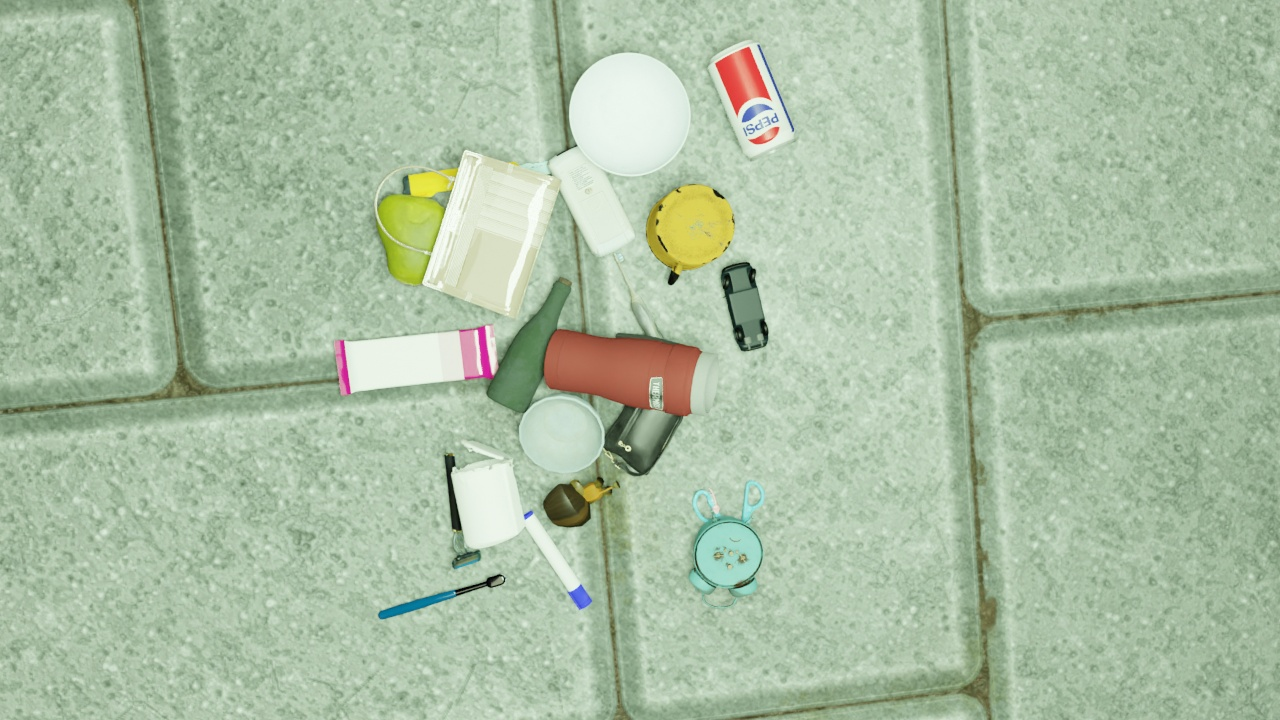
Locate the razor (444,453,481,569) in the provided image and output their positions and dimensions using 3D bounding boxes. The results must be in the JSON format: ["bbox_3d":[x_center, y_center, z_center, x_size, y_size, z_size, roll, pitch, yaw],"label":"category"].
[{"bbox_3d":[-0.233,0.189,1.163,0.042,0.022,0.144,-9,90,-46],"label":"razor"}]

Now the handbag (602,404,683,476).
[{"bbox_3d":[0.003,0.081,1.159,0.079,0.054,0.128,28,93,-2],"label":"handbag"}]

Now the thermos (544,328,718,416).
[{"bbox_3d":[-0.007,0.007,1.118,0.199,0.107,0.084,9,128,15],"label":"thermos"}]

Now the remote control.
[{"bbox_3d":[-0.061,-0.200,1.145,0.060,0.025,0.138,-28,97,-7],"label":"remote control"}]

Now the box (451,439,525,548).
[{"bbox_3d":[-0.187,0.157,1.136,0.089,0.080,0.143,-13,94,12],"label":"box"}]

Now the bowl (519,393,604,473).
[{"bbox_3d":[-0.096,0.085,1.148,0.106,0.039,0.106,1,113,3],"label":"bowl"}]

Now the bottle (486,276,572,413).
[{"bbox_3d":[-0.130,-0.023,1.140,0.055,0.055,0.174,26,90,-6],"label":"bottle"}]

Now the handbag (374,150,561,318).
[{"bbox_3d":[-0.216,-0.164,1.090,0.197,0.062,0.175,17,95,-23],"label":"handbag"}]

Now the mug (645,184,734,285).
[{"bbox_3d":[0.058,-0.152,1.126,0.100,0.094,0.124,18,92,-6],"label":"mug"}]

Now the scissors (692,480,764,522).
[{"bbox_3d":[0.134,0.214,1.201,0.111,0.015,0.141,-33,102,-1],"label":"scissors"}]

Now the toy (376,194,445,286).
[{"bbox_3d":[-0.280,-0.146,1.120,0.090,0.051,0.110,7,94,-8],"label":"toy"}]

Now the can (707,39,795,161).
[{"bbox_3d":[0.138,-0.320,1.134,0.070,0.070,0.132,-24,95,-3],"label":"can"}]

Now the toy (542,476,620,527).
[{"bbox_3d":[-0.072,0.173,1.154,0.100,0.062,0.076,-28,132,12],"label":"toy"}]

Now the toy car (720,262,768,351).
[{"bbox_3d":[0.133,-0.068,1.168,0.046,0.034,0.112,-14,96,-4],"label":"toy car"}]

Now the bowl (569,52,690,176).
[{"bbox_3d":[-0.015,-0.293,1.121,0.144,0.074,0.144,0,94,-5],"label":"bowl"}]

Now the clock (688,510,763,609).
[{"bbox_3d":[0.108,0.256,1.171,0.090,0.053,0.124,8,98,-4],"label":"clock"}]

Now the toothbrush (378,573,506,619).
[{"bbox_3d":[-0.253,0.301,1.169,0.168,0.014,0.014,-17,84,0],"label":"toothbrush"}]

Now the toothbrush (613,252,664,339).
[{"bbox_3d":[0.007,-0.052,1.166,0.024,0.022,0.185,-27,94,-6],"label":"toothbrush"}]

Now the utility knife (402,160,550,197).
[{"bbox_3d":[-0.183,-0.229,1.139,0.223,0.019,0.030,-9,99,-5],"label":"utility knife"}]

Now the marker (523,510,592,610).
[{"bbox_3d":[-0.109,0.256,1.177,0.020,0.020,0.141,-33,96,-2],"label":"marker"}]

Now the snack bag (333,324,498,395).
[{"bbox_3d":[-0.279,-0.001,1.147,0.196,0.016,0.070,-7,95,-5],"label":"snack bag"}]
